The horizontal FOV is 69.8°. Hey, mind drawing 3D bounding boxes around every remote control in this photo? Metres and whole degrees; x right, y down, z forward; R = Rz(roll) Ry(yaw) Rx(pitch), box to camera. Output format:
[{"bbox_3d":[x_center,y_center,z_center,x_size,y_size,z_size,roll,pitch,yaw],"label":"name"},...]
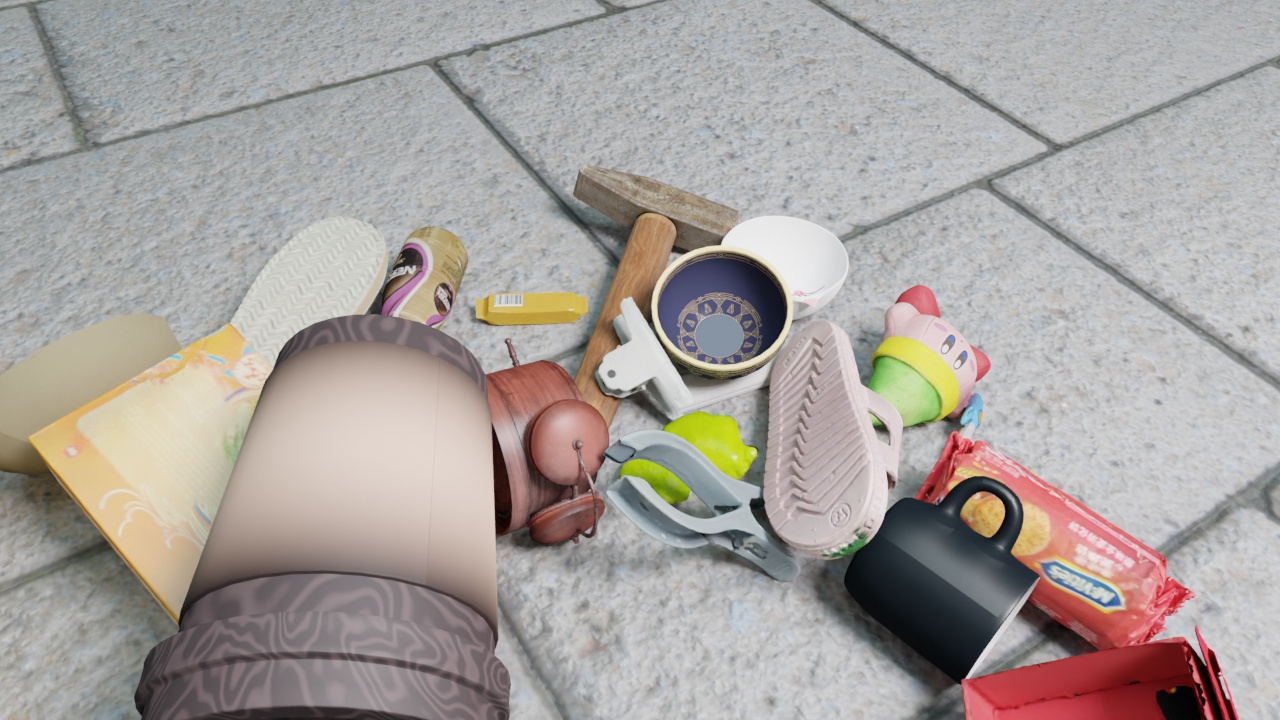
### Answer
[{"bbox_3d":[0.078,0.014,0.769,0.130,0.012,0.033,-17,49,-17],"label":"remote control"}]

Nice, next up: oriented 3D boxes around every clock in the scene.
[{"bbox_3d":[-0.076,0.065,0.644,0.072,0.121,0.157,-17,40,-27],"label":"clock"}]

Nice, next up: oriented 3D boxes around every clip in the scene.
[{"bbox_3d":[0.042,0.083,0.633,0.163,0.028,0.112,29,37,-31],"label":"clip"},{"bbox_3d":[-0.002,0.002,0.718,0.056,0.056,0.102,-7,62,-56],"label":"clip"}]

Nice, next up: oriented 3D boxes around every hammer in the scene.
[{"bbox_3d":[-0.018,-0.051,0.798,0.158,0.037,0.299,20,51,-2],"label":"hammer"}]

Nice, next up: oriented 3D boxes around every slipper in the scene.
[{"bbox_3d":[0.142,0.060,0.671,0.064,0.094,0.238,36,29,-19],"label":"slipper"},{"bbox_3d":[-0.296,-0.011,0.757,0.115,0.052,0.262,15,58,17],"label":"slipper"}]

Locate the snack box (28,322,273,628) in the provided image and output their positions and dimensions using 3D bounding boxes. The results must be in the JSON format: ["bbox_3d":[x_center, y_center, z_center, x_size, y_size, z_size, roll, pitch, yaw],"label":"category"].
[{"bbox_3d":[-0.275,0.092,0.617,0.195,0.081,0.144,42,57,14],"label":"snack box"}]

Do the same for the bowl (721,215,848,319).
[{"bbox_3d":[0.127,-0.076,0.831,0.114,0.051,0.114,1,46,-1],"label":"bowl"}]

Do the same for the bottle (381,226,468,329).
[{"bbox_3d":[-0.194,-0.042,0.783,0.059,0.060,0.165,6,48,4],"label":"bottle"}]

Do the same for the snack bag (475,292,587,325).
[{"bbox_3d":[-0.097,-0.047,0.816,0.099,0.020,0.026,-2,51,-5],"label":"snack bag"}]

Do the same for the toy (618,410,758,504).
[{"bbox_3d":[0.036,0.073,0.696,0.094,0.036,0.093,20,54,25],"label":"toy"}]

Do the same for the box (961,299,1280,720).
[{"bbox_3d":[0.206,0.186,0.392,0.198,0.351,0.216,-22,40,30],"label":"box"}]

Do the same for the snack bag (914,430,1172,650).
[{"bbox_3d":[0.272,0.126,0.626,0.082,0.082,0.176,-35,57,-30],"label":"snack bag"}]

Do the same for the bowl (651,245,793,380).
[{"bbox_3d":[0.066,-0.031,0.755,0.112,0.061,0.112,-1,65,2],"label":"bowl"}]

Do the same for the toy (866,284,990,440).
[{"bbox_3d":[0.219,0.022,0.739,0.124,0.097,0.131,52,45,-9],"label":"toy"}]

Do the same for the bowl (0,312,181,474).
[{"bbox_3d":[-0.394,0.034,0.658,0.152,0.153,0.050,-38,88,-32],"label":"bowl"}]

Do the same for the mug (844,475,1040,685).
[{"bbox_3d":[0.200,0.130,0.591,0.094,0.122,0.085,35,15,28],"label":"mug"}]

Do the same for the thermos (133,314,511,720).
[{"bbox_3d":[-0.154,0.101,0.500,0.172,0.173,0.225,-1,51,-3],"label":"thermos"}]
